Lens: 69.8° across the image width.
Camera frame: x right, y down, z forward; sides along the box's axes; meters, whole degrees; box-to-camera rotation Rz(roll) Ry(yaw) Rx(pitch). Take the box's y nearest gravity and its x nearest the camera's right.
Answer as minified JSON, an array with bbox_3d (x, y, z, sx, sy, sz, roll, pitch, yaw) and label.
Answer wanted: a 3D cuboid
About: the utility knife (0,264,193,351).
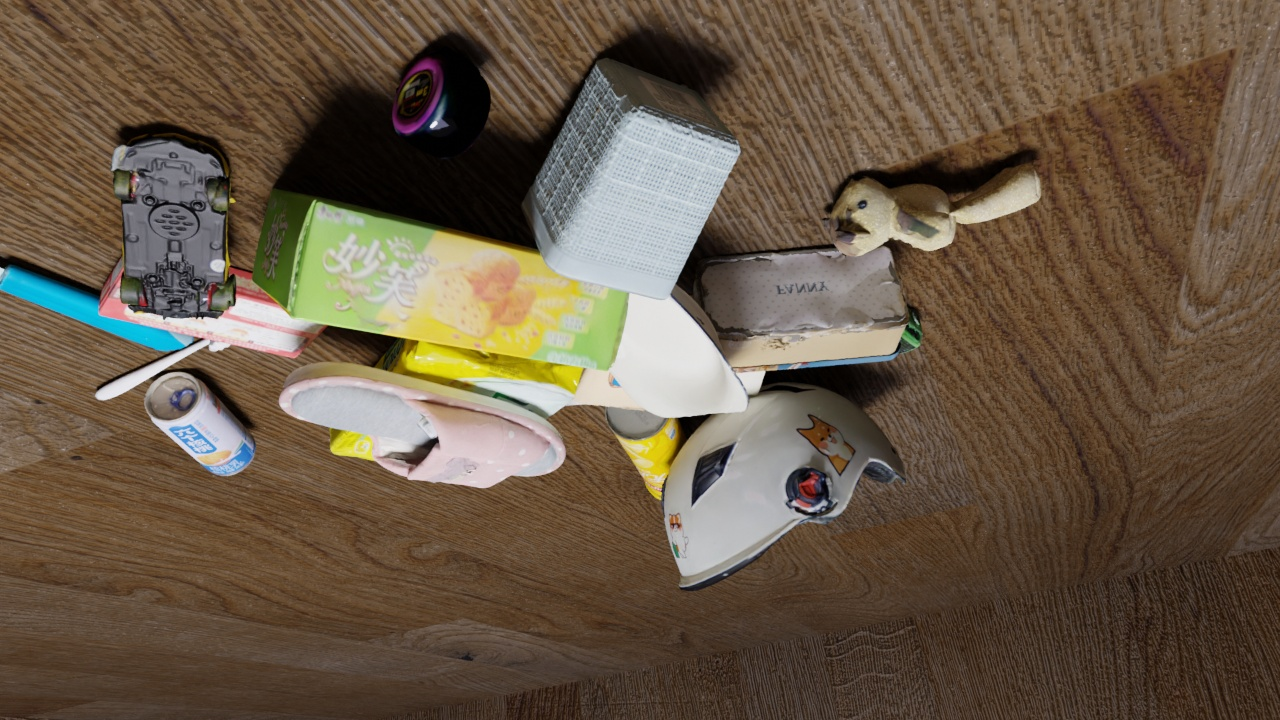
[{"bbox_3d":[-0.436,-0.050,0.677,0.034,0.018,0.218,-19,153,24],"label":"utility knife"}]

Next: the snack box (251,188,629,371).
[{"bbox_3d":[-0.134,-0.054,0.609,0.209,0.070,0.158,11,-174,-32],"label":"snack box"}]

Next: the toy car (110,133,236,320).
[{"bbox_3d":[-0.307,-0.086,0.609,0.071,0.041,0.156,2,135,-22],"label":"toy car"}]

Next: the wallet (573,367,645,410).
[{"bbox_3d":[-0.005,0.005,0.844,0.087,0.024,0.115,7,136,-22],"label":"wallet"}]

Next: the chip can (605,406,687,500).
[{"bbox_3d":[0.019,0.093,1.025,0.072,0.072,0.213,-11,152,7],"label":"chip can"}]

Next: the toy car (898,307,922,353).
[{"bbox_3d":[0.235,-0.035,0.868,0.043,0.036,0.091,-24,145,32],"label":"toy car"}]

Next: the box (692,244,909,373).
[{"bbox_3d":[0.138,-0.044,0.765,0.184,0.089,0.062,-2,149,-3],"label":"box"}]

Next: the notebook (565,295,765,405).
[{"bbox_3d":[0.025,-0.009,0.861,0.206,0.010,0.146,-3,140,-10],"label":"notebook"}]

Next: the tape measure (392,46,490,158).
[{"bbox_3d":[-0.114,-0.147,0.532,0.057,0.057,0.039,-29,147,31],"label":"tape measure"}]

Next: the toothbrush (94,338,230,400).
[{"bbox_3d":[-0.417,0.007,0.798,0.180,0.016,0.016,-20,148,24],"label":"toothbrush"}]

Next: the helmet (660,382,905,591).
[{"bbox_3d":[0.128,0.112,0.963,0.273,0.157,0.231,-22,170,-27],"label":"helmet"}]

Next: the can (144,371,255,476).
[{"bbox_3d":[-0.413,0.062,0.866,0.053,0.053,0.135,-6,153,-4],"label":"can"}]

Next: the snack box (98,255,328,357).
[{"bbox_3d":[-0.326,-0.043,0.714,0.152,0.025,0.075,16,145,-39],"label":"snack box"}]

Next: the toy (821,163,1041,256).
[{"bbox_3d":[0.218,-0.115,0.687,0.157,0.066,0.105,-12,-165,0],"label":"toy"}]

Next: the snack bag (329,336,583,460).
[{"bbox_3d":[-0.179,0.033,0.852,0.158,0.068,0.247,15,147,-32],"label":"snack bag"}]

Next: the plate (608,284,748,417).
[{"bbox_3d":[0.009,-0.022,0.734,0.163,0.034,0.165,49,152,-17],"label":"plate"}]

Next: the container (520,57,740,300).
[{"bbox_3d":[-0.005,-0.112,0.565,0.090,0.090,0.112,11,125,-31],"label":"container"}]

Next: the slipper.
[{"bbox_3d":[-0.176,0.068,0.788,0.114,0.054,0.274,-27,144,35],"label":"slipper"}]
